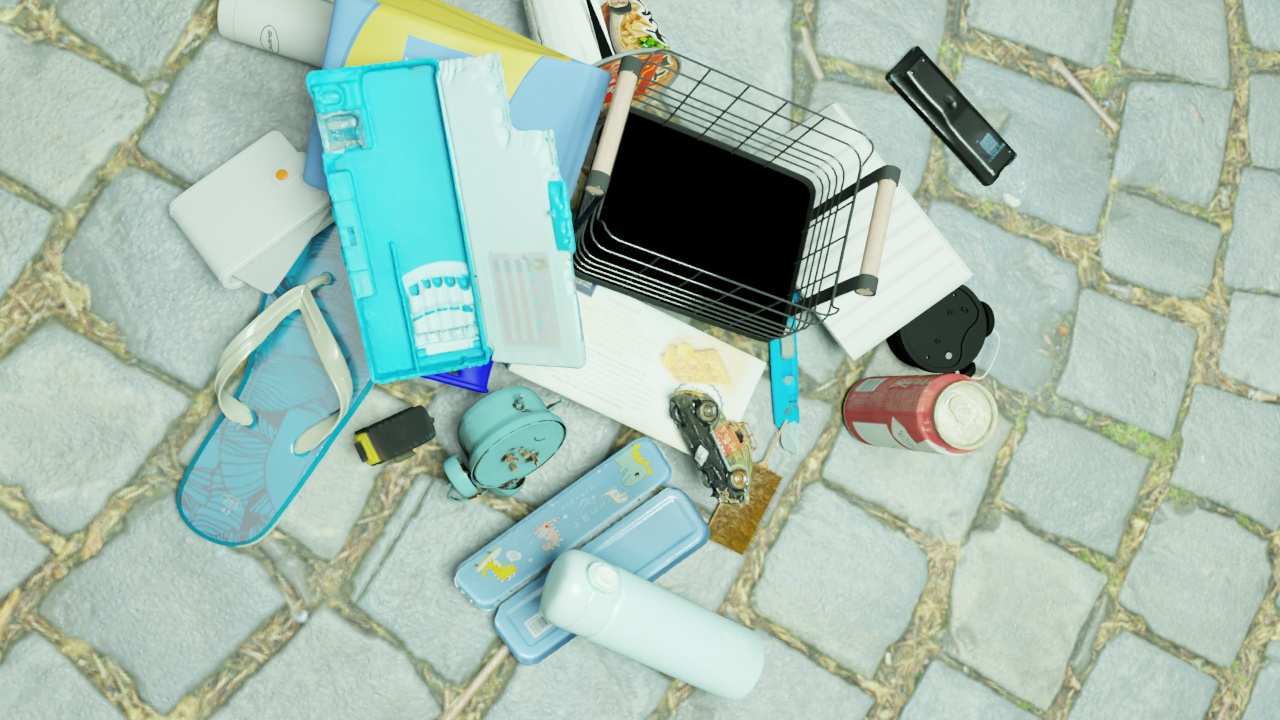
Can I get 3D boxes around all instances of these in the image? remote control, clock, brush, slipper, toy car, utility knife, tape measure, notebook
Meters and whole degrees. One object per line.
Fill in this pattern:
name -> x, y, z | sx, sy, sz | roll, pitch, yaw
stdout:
remote control -> 0.307, -0.239, 0.894 | 0.150, 0.022, 0.047 | 44, 81, -8
clock -> 0.289, -0.026, 0.877 | 0.120, 0.042, 0.091 | 25, 85, -10
brush -> 0.106, 0.116, 0.848 | 0.048, 0.017, 0.126 | 28, 88, -9
slipper -> -0.286, 0.018, 0.757 | 0.118, 0.060, 0.294 | 27, 84, -13
clock -> -0.118, 0.075, 0.771 | 0.124, 0.090, 0.053 | -46, 61, 19
toy car -> 0.068, 0.068, 0.773 | 0.047, 0.047, 0.112 | -31, 103, -32
utility knife -> 0.137, 0.002, 0.862 | 0.031, 0.015, 0.174 | -3, 91, -7
tape measure -> -0.203, 0.064, 0.769 | 0.067, 0.063, 0.038 | -24, 94, -12
notebook -> 0.189, -0.123, 0.852 | 0.142, 0.009, 0.209 | -34, 82, -9

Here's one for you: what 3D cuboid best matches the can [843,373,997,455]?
can -> 0.239, 0.046, 0.801 | 0.067, 0.170, 0.067 | 0, 88, -11

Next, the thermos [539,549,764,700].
thermos -> 0.010, 0.226, 0.784 | 0.206, 0.078, 0.065 | 31, 45, -23

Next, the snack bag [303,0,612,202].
snack bag -> -0.143, -0.189, 0.727 | 0.205, 0.102, 0.159 | 17, 117, -10

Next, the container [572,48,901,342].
container -> 0.066, -0.128, 0.748 | 0.241, 0.130, 0.162 | 18, 76, -14

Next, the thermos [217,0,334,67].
thermos -> -0.233, -0.264, 0.774 | 0.224, 0.052, 0.052 | 15, 86, -11

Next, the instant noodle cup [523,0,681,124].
instant noodle cup -> -0.044, -0.285, 0.785 | 0.123, 0.124, 0.121 | -19, 84, -11

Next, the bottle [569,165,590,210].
bottle -> -0.044, -0.154, 0.814 | 0.111, 0.043, 0.043 | -7, 90, -12

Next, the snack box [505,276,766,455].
snack box -> -0.005, 0.005, 0.812 | 0.208, 0.057, 0.104 | 25, 85, -9

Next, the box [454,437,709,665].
box -> -0.049, 0.165, 0.805 | 0.209, 0.034, 0.127 | -35, 109, -6

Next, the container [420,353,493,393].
container -> -0.156, -0.038, 0.770 | 0.085, 0.084, 0.113 | 16, 85, -12

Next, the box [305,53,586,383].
box -> -0.133, -0.101, 0.664 | 0.182, 0.071, 0.227 | -4, 110, 7

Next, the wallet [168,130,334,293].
wallet -> -0.304, -0.115, 0.749 | 0.118, 0.037, 0.115 | -39, 75, -9
